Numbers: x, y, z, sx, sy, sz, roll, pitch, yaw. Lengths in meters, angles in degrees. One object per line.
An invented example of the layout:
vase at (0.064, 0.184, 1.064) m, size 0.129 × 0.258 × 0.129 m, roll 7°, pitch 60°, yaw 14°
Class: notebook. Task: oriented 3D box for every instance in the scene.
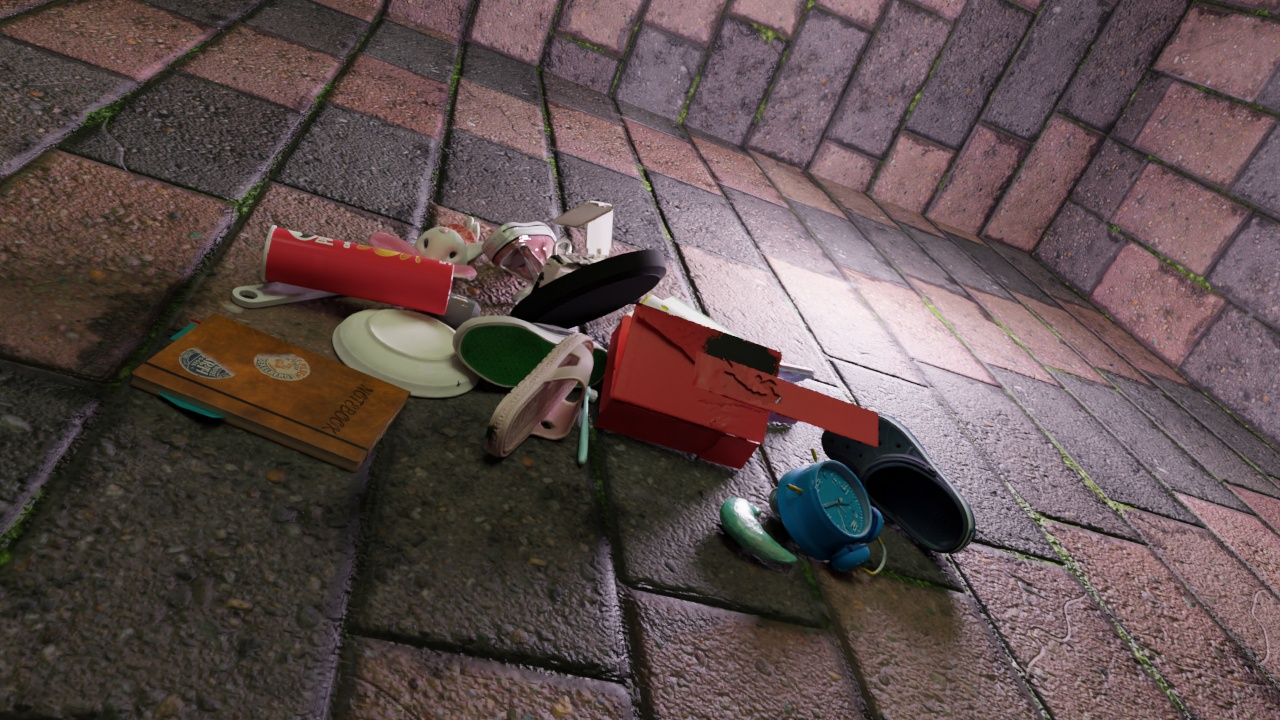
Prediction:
notebook at (-0.385, 0.029, 0.954) m, size 0.249 × 0.014 × 0.178 m, roll 22°, pitch 25°, yaw -4°
notebook at (0.118, -0.029, 1.526) m, size 0.252 × 0.010 × 0.181 m, roll 33°, pitch 26°, yaw 17°

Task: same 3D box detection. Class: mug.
mug at (0.040, -0.040, 1.391) m, size 0.106 × 0.083 × 0.082 m, roll 31°, pitch 26°, yaw 13°

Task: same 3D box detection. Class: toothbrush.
toothbrush at (-0.067, 0.079, 1.139) m, size 0.016 × 0.016 × 0.180 m, roll 28°, pitch 23°, yaw -13°

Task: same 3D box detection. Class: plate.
plate at (-0.280, -0.020, 1.121) m, size 0.182 × 0.034 × 0.182 m, roll 20°, pitch 25°, yaw -10°

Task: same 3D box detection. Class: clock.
clock at (0.236, 0.189, 1.106) m, size 0.161 × 0.060 × 0.116 m, roll 48°, pitch 39°, yaw -3°

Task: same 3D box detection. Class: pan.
pan at (-0.050, -0.090, 1.324) m, size 0.034 × 0.226 × 0.356 m, roll 67°, pitch 14°, yaw 7°

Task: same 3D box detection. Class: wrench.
wrench at (-0.393, -0.091, 1.184) m, size 0.087 × 0.018 × 0.272 m, roll 35°, pitch 28°, yaw 22°

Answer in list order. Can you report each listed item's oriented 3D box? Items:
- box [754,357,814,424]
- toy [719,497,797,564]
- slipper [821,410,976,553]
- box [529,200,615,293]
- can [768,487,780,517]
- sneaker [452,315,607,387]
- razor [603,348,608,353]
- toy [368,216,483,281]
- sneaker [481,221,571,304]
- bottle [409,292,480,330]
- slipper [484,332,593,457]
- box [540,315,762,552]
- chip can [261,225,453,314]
box at (0.152, 0.032, 1.357) m, size 0.214 × 0.096 × 0.077 m, roll 10°, pitch 12°, yaw -29°
toy at (0.130, 0.197, 1.065) m, size 0.085 × 0.033 × 0.105 m, roll 20°, pitch 22°, yaw -37°
slipper at (0.344, 0.157, 1.244) m, size 0.095 × 0.105 × 0.253 m, roll 7°, pitch 32°, yaw -48°
box at (-0.092, -0.159, 1.373) m, size 0.069 × 0.192 × 0.143 m, roll 41°, pitch 23°, yaw 26°
can at (0.201, 0.174, 1.162) m, size 0.079 × 0.038 × 0.038 m, roll -2°, pitch 36°, yaw -44°
sneaker at (-0.150, -0.016, 1.175) m, size 0.235 × 0.084 × 0.079 m, roll 11°, pitch 18°, yaw -46°
razor at (-0.008, 0.007, 1.280) m, size 0.151 × 0.054 × 0.067 m, roll 20°, pitch 69°, yaw 5°
toy at (-0.285, -0.160, 1.340) m, size 0.159 × 0.084 × 0.193 m, roll 21°, pitch 25°, yaw 10°
sneaker at (-0.164, -0.153, 1.398) m, size 0.088 × 0.118 × 0.240 m, roll 48°, pitch 10°, yaw 4°
bottle at (-0.270, -0.072, 1.221) m, size 0.112 × 0.047 × 0.047 m, roll 19°, pitch 25°, yaw -12°
slipper at (-0.101, 0.048, 1.081) m, size 0.064 × 0.094 × 0.238 m, roll 25°, pitch 30°, yaw 11°
box at (0.014, 0.110, 1.273) m, size 0.213 × 0.326 × 0.152 m, roll 17°, pitch 41°, yaw -15°
chip can at (-0.348, -0.111, 1.142) m, size 0.220 × 0.069 × 0.069 m, roll 11°, pitch 27°, yaw -15°
